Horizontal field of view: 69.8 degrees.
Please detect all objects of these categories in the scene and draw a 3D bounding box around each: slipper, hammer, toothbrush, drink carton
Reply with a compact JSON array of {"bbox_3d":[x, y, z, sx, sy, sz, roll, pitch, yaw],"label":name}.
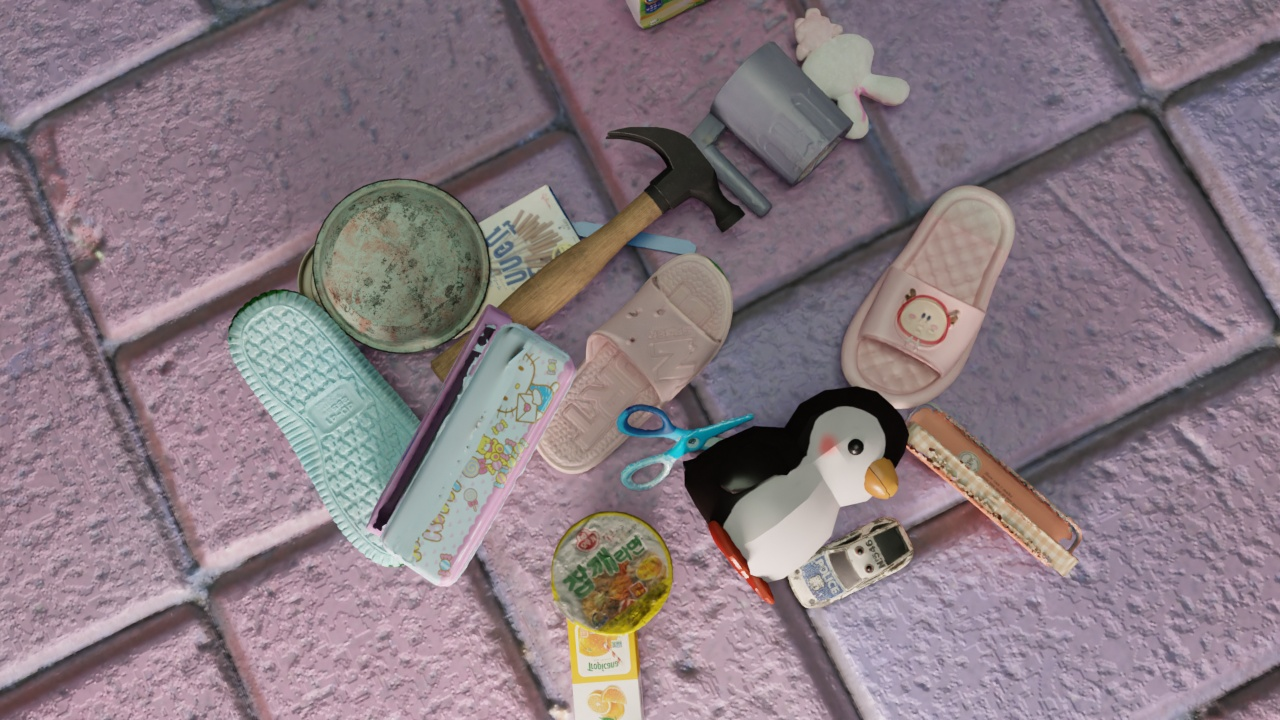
[{"bbox_3d":[0.265,-0.056,0.823,0.107,0.056,0.221,30,86,3],"label":"slipper"},{"bbox_3d":[-0.064,-0.085,0.820,0.305,0.040,0.132,-40,97,0],"label":"hammer"},{"bbox_3d":[-0.005,0.005,0.828,0.094,0.064,0.239,42,90,6],"label":"slipper"},{"bbox_3d":[-0.030,-0.119,0.869,0.166,0.014,0.016,10,85,0],"label":"toothbrush"},{"bbox_3d":[-0.029,0.284,0.814,0.058,0.040,0.122,-5,84,3],"label":"drink carton"},{"bbox_3d":[-0.267,0.059,0.835,0.116,0.069,0.276,-34,98,-5],"label":"slipper"}]

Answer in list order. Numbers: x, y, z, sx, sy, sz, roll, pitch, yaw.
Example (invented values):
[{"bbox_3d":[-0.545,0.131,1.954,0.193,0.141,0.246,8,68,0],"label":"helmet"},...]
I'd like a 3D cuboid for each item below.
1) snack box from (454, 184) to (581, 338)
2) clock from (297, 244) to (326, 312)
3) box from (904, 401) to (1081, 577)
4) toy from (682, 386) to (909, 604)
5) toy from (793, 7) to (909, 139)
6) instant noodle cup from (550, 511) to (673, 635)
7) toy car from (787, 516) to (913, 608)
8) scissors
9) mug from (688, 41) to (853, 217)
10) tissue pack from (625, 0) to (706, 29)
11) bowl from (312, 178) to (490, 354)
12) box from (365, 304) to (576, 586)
[{"bbox_3d":[-0.129,-0.091,0.852,0.150,0.026,0.082,-29,94,4],"label":"snack box"},{"bbox_3d":[-0.259,-0.089,0.856,0.093,0.054,0.141,18,92,-2],"label":"clock"},{"bbox_3d":[0.309,0.111,0.805,0.187,0.055,0.076,41,56,5],"label":"box"},{"bbox_3d":[0.135,0.089,0.780,0.184,0.159,0.140,-35,48,2],"label":"toy"},{"bbox_3d":[0.187,-0.271,0.856,0.076,0.037,0.125,-39,83,3],"label":"toy"},{"bbox_3d":[-0.022,0.177,0.789,0.102,0.108,0.102,0,85,3],"label":"instant noodle cup"},{"bbox_3d":[0.186,0.180,0.812,0.113,0.040,0.048,-28,83,1],"label":"toy car"},{"bbox_3d":[0.039,0.064,0.819,0.140,0.013,0.113,-21,124,4],"label":"scissors"},{"bbox_3d":[0.115,-0.208,0.840,0.104,0.083,0.124,45,112,4],"label":"mug"},{"bbox_3d":[0.061,-0.408,0.824,0.197,0.141,0.120,-31,84,0],"label":"tissue pack"},{"bbox_3d":[-0.213,-0.084,0.812,0.157,0.038,0.157,0,94,-5],"label":"bowl"},{"bbox_3d":[-0.148,0.062,0.750,0.140,0.062,0.214,32,94,43],"label":"box"}]
